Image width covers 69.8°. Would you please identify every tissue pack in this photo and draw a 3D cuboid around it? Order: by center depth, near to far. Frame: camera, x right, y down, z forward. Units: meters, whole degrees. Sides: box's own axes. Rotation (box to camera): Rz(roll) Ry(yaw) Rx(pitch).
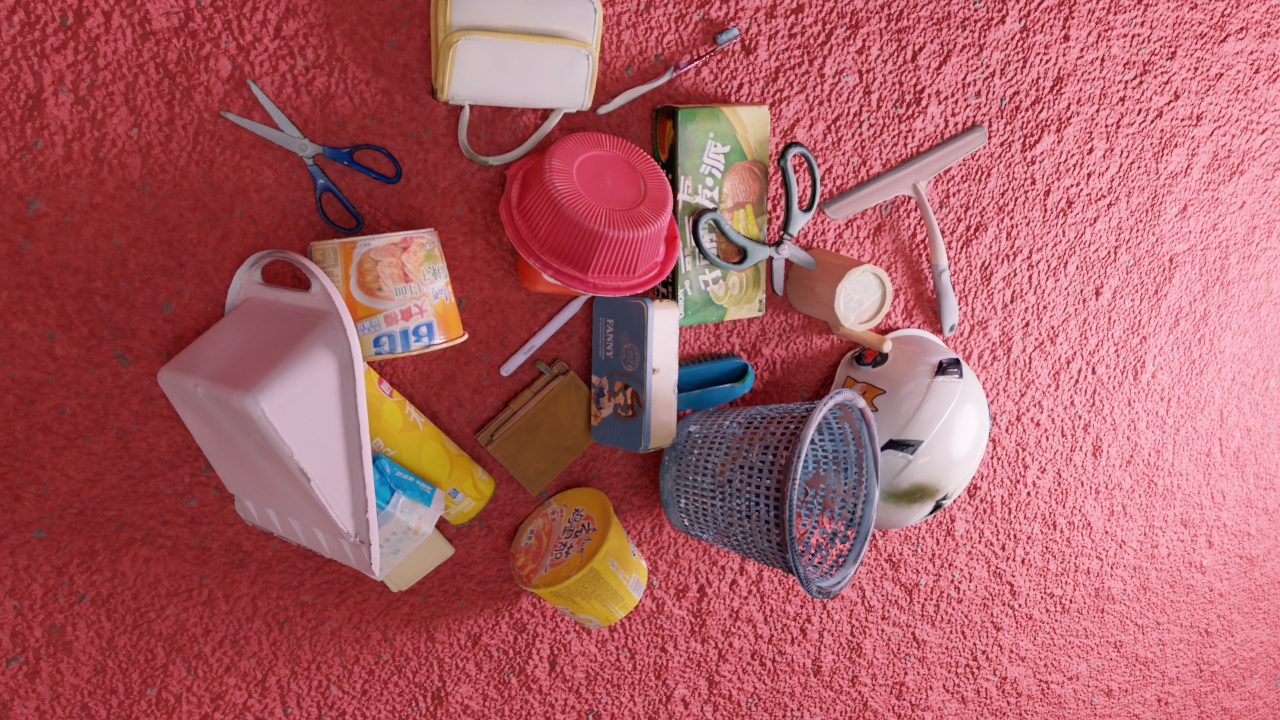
[{"bbox_3d":[-0.270,0.160,0.939,0.090,0.063,0.140,36,123,-19],"label":"tissue pack"}]

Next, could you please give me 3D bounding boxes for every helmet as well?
[{"bbox_3d":[0.338,0.099,1.152,0.274,0.157,0.230,-43,116,-5],"label":"helmet"}]

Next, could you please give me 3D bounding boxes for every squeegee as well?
[{"bbox_3d":[0.372,-0.134,1.161,0.247,0.040,0.250,-28,115,-12],"label":"squeegee"}]

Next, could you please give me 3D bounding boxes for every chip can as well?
[{"bbox_3d":[-0.248,0.086,0.964,0.072,0.072,0.213,-44,117,-5],"label":"chip can"}]

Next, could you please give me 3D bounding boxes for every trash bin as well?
[{"bbox_3d":[0.138,0.136,1.040,0.226,0.195,0.226,-9,102,-52],"label":"trash bin"}]

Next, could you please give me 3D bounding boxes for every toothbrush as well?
[{"bbox_3d":[0.031,-0.311,0.985,0.187,0.016,0.017,-31,107,-10],"label":"toothbrush"},{"bbox_3d":[-0.084,-0.048,1.016,0.189,0.021,0.029,-43,113,-2],"label":"toothbrush"}]

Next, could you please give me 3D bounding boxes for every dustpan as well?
[{"bbox_3d":[-0.319,0.046,0.861,0.138,0.223,0.274,-49,138,-36],"label":"dustpan"}]

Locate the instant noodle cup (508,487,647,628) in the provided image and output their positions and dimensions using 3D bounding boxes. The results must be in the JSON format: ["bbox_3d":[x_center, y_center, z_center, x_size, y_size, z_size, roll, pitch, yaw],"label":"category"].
[{"bbox_3d":[-0.064,0.231,1.052,0.138,0.138,0.110,-40,125,-6],"label":"instant noodle cup"}]

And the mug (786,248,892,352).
[{"bbox_3d":[0.244,-0.068,1.093,0.084,0.103,0.125,-36,115,-9],"label":"mug"}]

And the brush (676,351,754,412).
[{"bbox_3d":[0.069,0.031,1.071,0.143,0.073,0.055,-11,115,-19],"label":"brush"}]

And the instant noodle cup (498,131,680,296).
[{"bbox_3d":[-0.041,-0.158,0.910,0.193,0.193,0.066,1,149,-22],"label":"instant noodle cup"}]

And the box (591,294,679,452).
[{"bbox_3d":[-0.006,0.006,1.011,0.059,0.090,0.184,-9,101,-47],"label":"box"}]

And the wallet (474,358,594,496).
[{"bbox_3d":[-0.108,0.073,1.035,0.130,0.035,0.119,-42,116,-7],"label":"wallet"}]

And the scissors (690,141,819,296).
[{"bbox_3d":[0.142,-0.163,1.003,0.170,0.019,0.180,20,95,-27],"label":"scissors"}]

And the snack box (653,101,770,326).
[{"bbox_3d":[0.078,-0.162,1.020,0.114,0.063,0.240,-8,109,-23],"label":"snack box"}]

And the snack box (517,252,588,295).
[{"bbox_3d":[-0.085,-0.115,0.967,0.091,0.082,0.080,3,118,-22],"label":"snack box"}]

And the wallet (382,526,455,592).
[{"bbox_3d":[-0.273,0.198,1.014,0.087,0.024,0.115,-37,116,-6],"label":"wallet"}]

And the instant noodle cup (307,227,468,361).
[{"bbox_3d":[-0.249,-0.066,0.882,0.151,0.151,0.111,-10,101,-19],"label":"instant noodle cup"}]

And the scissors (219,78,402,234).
[{"bbox_3d":[-0.309,-0.201,0.886,0.156,0.012,0.165,-19,111,-14],"label":"scissors"}]

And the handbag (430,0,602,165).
[{"bbox_3d":[-0.123,-0.282,0.911,0.163,0.063,0.179,-2,110,-19],"label":"handbag"}]
